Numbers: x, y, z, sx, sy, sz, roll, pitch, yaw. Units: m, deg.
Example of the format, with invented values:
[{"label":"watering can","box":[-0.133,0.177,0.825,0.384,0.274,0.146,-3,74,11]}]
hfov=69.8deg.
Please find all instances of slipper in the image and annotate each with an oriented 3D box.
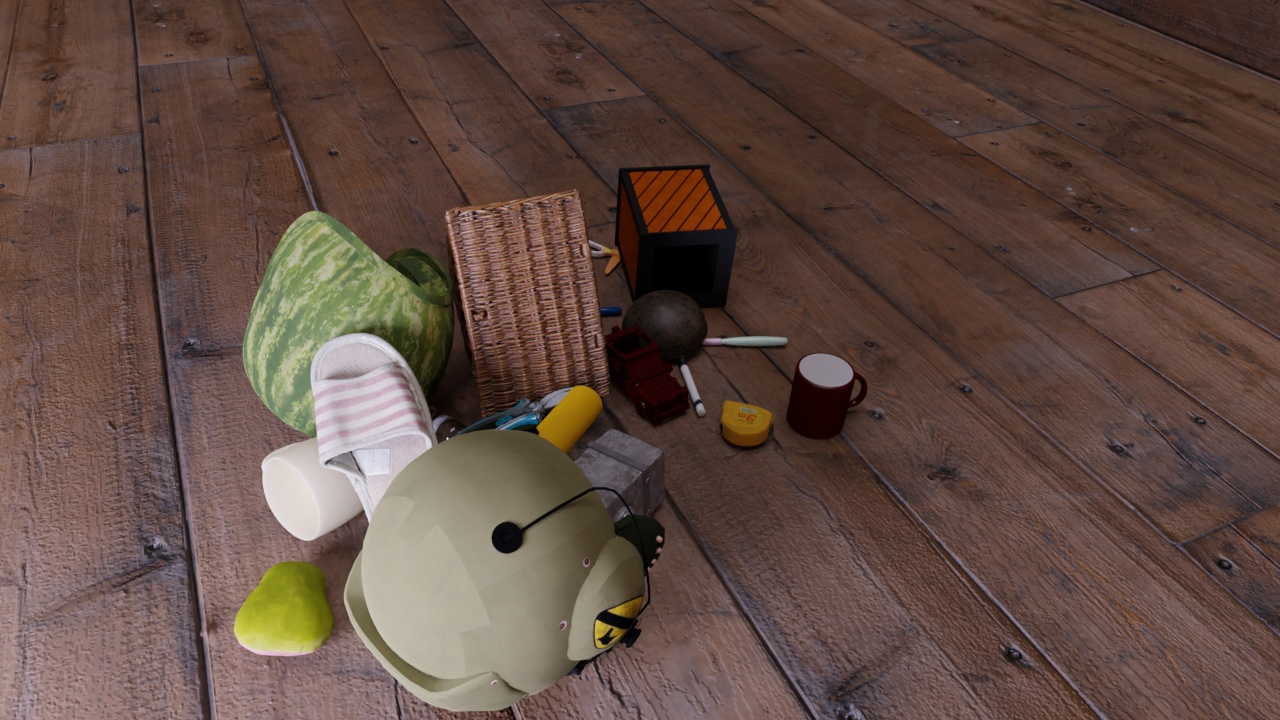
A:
[{"label":"slipper","box":[-0.256,0.088,0.910,0.115,0.052,0.262,-22,75,-13]}]

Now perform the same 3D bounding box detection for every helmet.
[{"label":"helmet","box":[-0.127,0.183,0.791,0.232,0.256,0.250,-27,47,-38]},{"label":"helmet","box":[-0.341,-0.022,1.075,0.243,0.247,0.213,45,14,26]}]

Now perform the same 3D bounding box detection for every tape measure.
[{"label":"tape measure","box":[0.131,0.081,1.140,0.068,0.030,0.058,10,38,11]}]

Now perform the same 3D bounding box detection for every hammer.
[{"label":"hammer","box":[-0.145,0.121,1.041,0.327,0.080,0.176,21,41,29]}]

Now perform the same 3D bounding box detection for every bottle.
[{"label":"bottle","box":[-0.092,0.082,0.987,0.043,0.043,0.143,19,39,18]}]

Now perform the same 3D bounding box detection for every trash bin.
[{"label":"trash bin","box":[0.047,-0.184,1.371,0.139,0.140,0.171,-5,44,-10]}]

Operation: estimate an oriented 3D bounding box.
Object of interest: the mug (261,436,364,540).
[{"label":"mug","box":[-0.345,0.123,0.996,0.120,0.096,0.099,30,34,24]}]

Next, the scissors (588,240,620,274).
[{"label":"scissors","box":[-0.039,-0.171,1.463,0.131,0.011,0.125,13,39,12]}]

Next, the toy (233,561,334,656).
[{"label":"toy","box":[-0.339,0.238,0.889,0.090,0.051,0.109,3,35,-5]}]

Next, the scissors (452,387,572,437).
[{"label":"scissors","box":[-0.142,0.069,1.033,0.133,0.019,0.145,-2,36,18]}]

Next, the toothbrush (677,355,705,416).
[{"label":"toothbrush","box":[0.056,0.012,1.238,0.017,0.012,0.186,-16,40,-3]}]

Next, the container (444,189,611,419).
[{"label":"container","box":[-0.152,-0.072,1.137,0.162,0.250,0.183,-12,12,-18]}]

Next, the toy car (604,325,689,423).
[{"label":"toy car","box":[-0.007,0.007,1.198,0.070,0.062,0.170,-22,45,-28]}]

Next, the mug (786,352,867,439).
[{"label":"mug","box":[0.241,0.041,1.157,0.105,0.083,0.073,-11,40,-17]}]

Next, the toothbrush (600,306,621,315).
[{"label":"toothbrush","box":[-0.109,-0.067,1.324,0.167,0.014,0.014,-5,28,-10]}]

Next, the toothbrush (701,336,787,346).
[{"label":"toothbrush","box":[0.131,-0.028,1.292,0.155,0.015,0.022,1,9,-3]}]

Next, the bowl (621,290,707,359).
[{"label":"bowl","box":[0.030,-0.060,1.273,0.121,0.056,0.121,-7,39,5]}]
